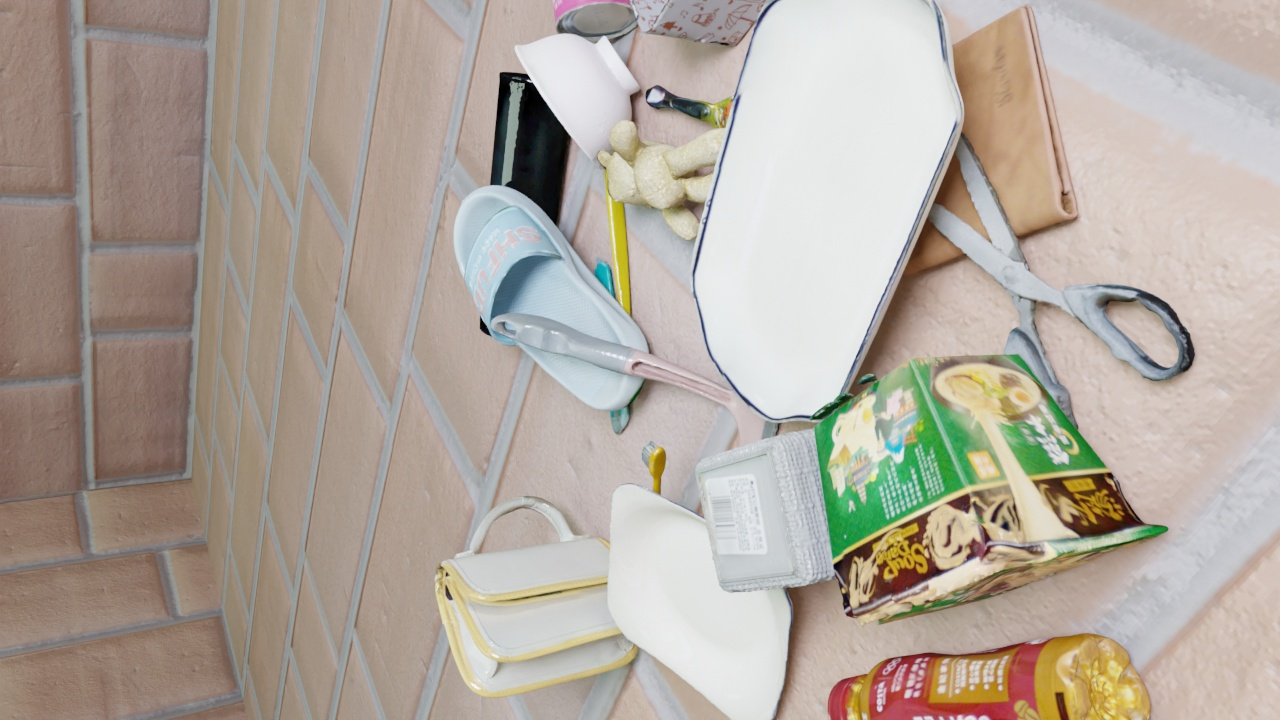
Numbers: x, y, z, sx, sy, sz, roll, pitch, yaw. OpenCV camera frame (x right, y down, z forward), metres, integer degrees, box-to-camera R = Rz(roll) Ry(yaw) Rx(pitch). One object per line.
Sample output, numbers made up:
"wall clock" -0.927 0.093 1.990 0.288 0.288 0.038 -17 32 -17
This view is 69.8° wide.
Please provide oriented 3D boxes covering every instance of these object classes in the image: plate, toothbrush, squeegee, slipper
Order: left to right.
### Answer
"slipper" -0.090 -0.050 0.775 0.245 0.074 0.104 46 119 25
"toothbrush" -0.018 -0.068 0.777 0.017 0.015 0.190 -8 87 63
"squeegee" -0.004 0.004 0.693 0.250 0.040 0.248 19 113 23
"toothbrush" 0.007 0.119 0.703 0.018 0.016 0.192 47 153 30
"plate" 0.045 0.170 0.662 0.164 0.034 0.164 29 130 34
"plate" 0.101 -0.087 0.524 0.162 0.034 0.266 50 138 42

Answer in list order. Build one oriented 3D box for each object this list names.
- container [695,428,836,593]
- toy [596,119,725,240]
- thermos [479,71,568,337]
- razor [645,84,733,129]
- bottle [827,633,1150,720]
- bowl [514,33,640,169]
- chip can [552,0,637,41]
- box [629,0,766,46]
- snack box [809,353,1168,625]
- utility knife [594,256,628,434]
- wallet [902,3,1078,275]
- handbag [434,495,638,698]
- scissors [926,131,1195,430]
"container" 0.102 0.083 0.527 0.090 0.114 0.090 -28 71 53
"toy" 0.025 -0.139 0.665 0.066 0.105 0.157 -52 28 -16
"thermos" -0.118 -0.145 0.869 0.090 0.068 0.243 36 123 48
"razor" 0.041 -0.185 0.671 0.143 0.022 0.043 35 120 49
"bottle" 0.171 0.183 0.485 0.175 0.057 0.057 -34 65 52
"bowl" -0.040 -0.221 0.737 0.065 0.118 0.118 -35 58 10
"chip can" -0.047 -0.371 0.738 0.072 0.071 0.210 -14 82 56
"box" 0.004 -0.319 0.559 0.184 0.192 0.156 -45 58 49
"snack box" 0.154 0.059 0.445 0.118 0.117 0.105 -45 53 51
"utility knife" -0.027 -0.014 0.798 0.029 0.013 0.157 -14 82 56
"wallet" 0.172 -0.114 0.488 0.101 0.020 0.115 -21 74 53
"handbag" -0.090 0.182 0.781 0.178 0.163 0.063 55 134 38
"scissors" 0.188 -0.037 0.452 0.160 0.014 0.175 15 116 49
